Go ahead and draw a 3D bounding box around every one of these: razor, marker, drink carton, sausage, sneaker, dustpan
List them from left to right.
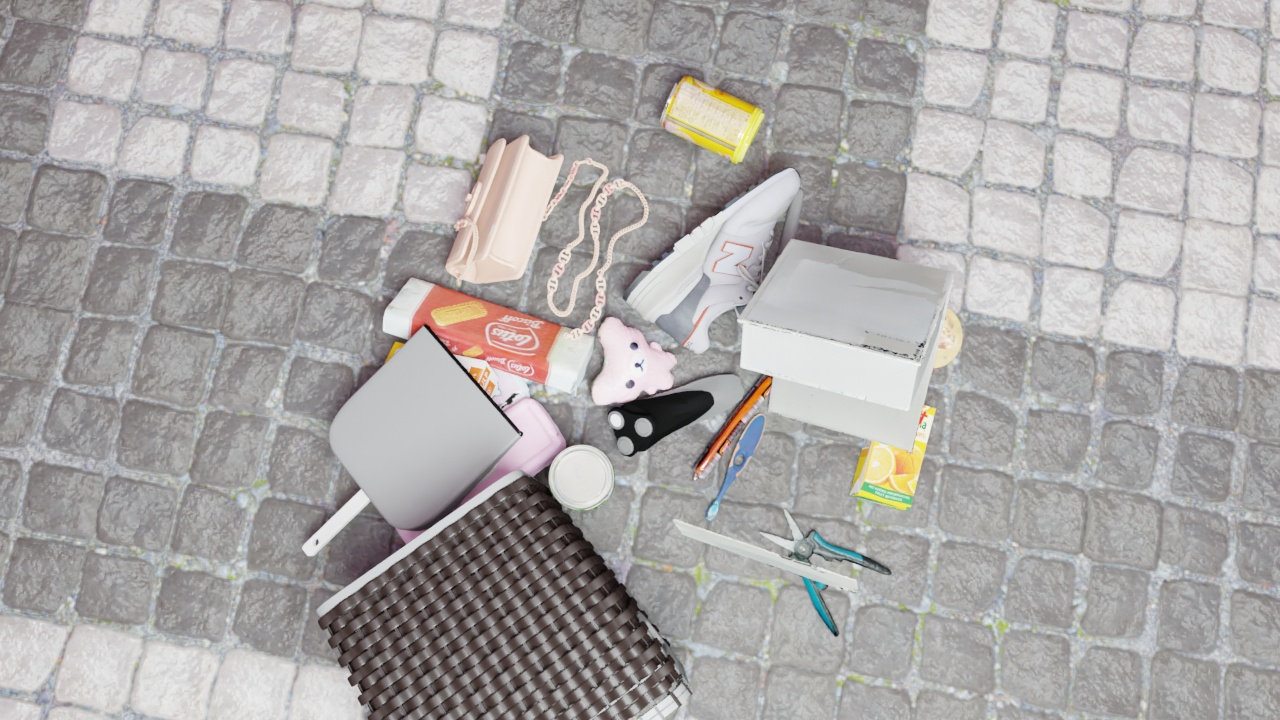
[{"bbox_3d":[-0.260,0.109,0.950,0.257,0.033,0.163,-44,72,0],"label":"dustpan"},{"bbox_3d":[-0.218,0.025,0.991,0.123,0.040,0.058,11,65,20],"label":"drink carton"},{"bbox_3d":[0.044,0.054,1.015,0.156,0.060,0.057,-21,94,-24],"label":"razor"},{"bbox_3d":[0.105,0.072,1.028,0.020,0.020,0.155,37,82,4],"label":"sausage"},{"bbox_3d":[0.107,-0.100,1.028,0.240,0.089,0.124,-37,88,2],"label":"sneaker"},{"bbox_3d":[0.167,-0.135,1.064,0.022,0.016,0.138,9,80,24],"label":"marker"},{"bbox_3d":[0.280,0.098,1.017,0.058,0.041,0.122,17,81,1],"label":"drink carton"}]

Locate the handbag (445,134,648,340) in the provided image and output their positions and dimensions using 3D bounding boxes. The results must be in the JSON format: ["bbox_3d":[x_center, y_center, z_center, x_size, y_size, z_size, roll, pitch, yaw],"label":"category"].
[{"bbox_3d":[-0.116,-0.132,1.040,0.187,0.117,0.198,25,75,-30],"label":"handbag"}]

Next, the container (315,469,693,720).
[{"bbox_3d":[-0.126,0.274,0.882,0.245,0.247,0.243,-35,80,-6],"label":"container"}]

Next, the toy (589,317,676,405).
[{"bbox_3d":[-0.006,0.006,1.021,0.096,0.053,0.099,10,82,-12],"label":"toy"}]

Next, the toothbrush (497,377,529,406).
[{"bbox_3d":[-0.176,0.064,1.027,0.186,0.012,0.017,-42,98,-7],"label":"toothbrush"}]

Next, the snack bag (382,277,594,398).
[{"bbox_3d":[-0.165,-0.028,1.012,0.225,0.041,0.077,17,42,3],"label":"snack bag"}]

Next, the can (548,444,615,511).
[{"bbox_3d":[-0.060,0.124,0.965,0.067,0.121,0.067,0,81,-1],"label":"can"}]

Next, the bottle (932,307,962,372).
[{"bbox_3d":[0.285,-0.026,1.002,0.099,0.111,0.099,0,89,-10],"label":"bottle"}]

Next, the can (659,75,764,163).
[{"bbox_3d":[0.082,-0.277,1.057,0.105,0.068,0.067,26,81,3],"label":"can"}]

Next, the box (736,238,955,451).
[{"bbox_3d":[0.234,0.001,0.998,0.167,0.446,0.164,16,80,21],"label":"box"}]

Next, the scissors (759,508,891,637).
[{"bbox_3d":[0.208,0.224,1.008,0.118,0.019,0.148,-22,81,-4],"label":"scissors"}]

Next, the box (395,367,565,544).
[{"bbox_3d":[-0.198,0.093,0.992,0.201,0.041,0.153,-35,75,-6],"label":"box"}]

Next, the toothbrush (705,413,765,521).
[{"bbox_3d":[0.106,0.118,1.022,0.021,0.017,0.135,29,82,1],"label":"toothbrush"}]
